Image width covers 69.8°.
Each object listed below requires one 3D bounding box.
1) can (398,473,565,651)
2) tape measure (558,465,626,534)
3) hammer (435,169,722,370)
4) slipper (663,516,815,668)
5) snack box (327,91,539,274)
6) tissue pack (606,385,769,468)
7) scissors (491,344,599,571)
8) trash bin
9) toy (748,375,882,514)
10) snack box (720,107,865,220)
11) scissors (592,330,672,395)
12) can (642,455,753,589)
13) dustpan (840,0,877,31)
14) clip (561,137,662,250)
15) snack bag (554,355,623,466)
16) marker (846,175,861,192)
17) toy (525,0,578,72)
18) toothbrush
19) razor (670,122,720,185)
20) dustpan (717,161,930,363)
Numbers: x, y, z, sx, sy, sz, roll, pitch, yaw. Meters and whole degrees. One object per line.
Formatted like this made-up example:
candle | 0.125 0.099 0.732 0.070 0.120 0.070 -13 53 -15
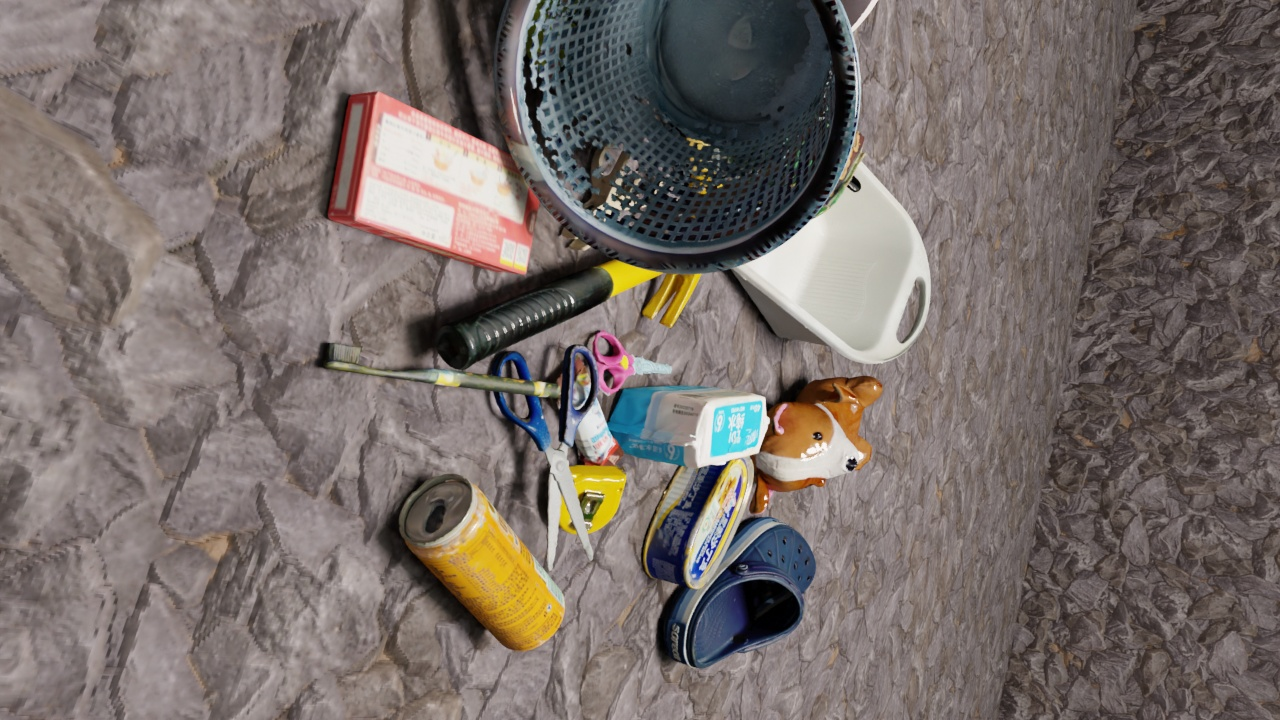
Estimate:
can | -0.106 0.142 0.633 0.058 0.058 0.146 -58 140 -30
tape measure | -0.043 0.111 0.724 0.060 0.029 0.057 6 111 -30
hammer | -0.032 -0.056 0.687 0.299 0.033 0.129 -29 139 -48
slipper | 0.122 0.243 0.964 0.252 0.095 0.105 -18 114 -49
snack box | -0.122 -0.106 0.580 0.152 0.025 0.075 13 86 -56
tissue pack | 0.045 0.057 0.806 0.139 0.090 0.063 -2 98 -56
scissors | -0.067 0.065 0.675 0.155 0.012 0.166 36 64 -32
trash bin | 0.043 -0.198 0.623 0.194 0.227 0.227 -56 141 -56
toy | 0.193 0.089 1.015 0.199 0.131 0.140 -15 115 -44
snack box | 0.122 -0.188 0.842 0.105 0.118 0.117 44 56 -16
scissors | -0.005 0.005 0.789 0.133 0.017 0.054 6 76 -60
can | 0.058 0.147 0.882 0.147 0.049 0.075 -59 141 -30
dustpan | 0.121 -0.391 0.715 0.138 0.223 0.273 20 94 -43
clip | -0.017 -0.125 0.724 0.094 0.035 0.102 24 82 -54
snack bag | -0.042 0.049 0.733 0.048 0.026 0.104 -53 137 -41
marker | 0.187 -0.213 0.951 0.124 0.015 0.018 32 68 -26
toy | -0.065 -0.253 0.627 0.096 0.031 0.100 33 74 -58
toothbrush | -0.122 0.009 0.599 0.185 0.012 0.017 10 77 -48
razor | 0.041 -0.211 0.782 0.067 0.062 0.168 -24 128 -17
dustpan | 0.210 -0.123 0.965 0.222 0.143 0.258 -63 143 -25
